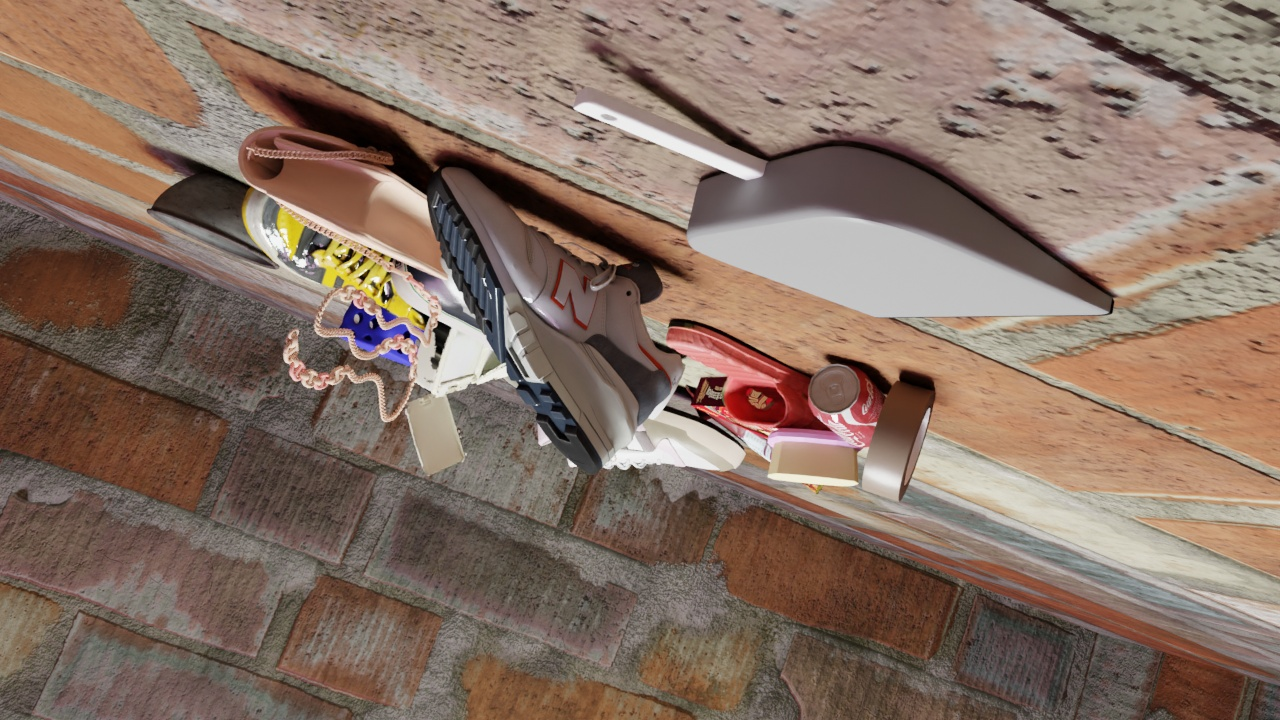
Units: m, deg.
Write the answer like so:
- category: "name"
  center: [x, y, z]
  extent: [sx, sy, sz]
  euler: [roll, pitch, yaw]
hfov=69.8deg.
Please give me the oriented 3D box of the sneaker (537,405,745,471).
- category: "sneaker"
  center: [-0.009, 0.114, 1.249]
  extent: [0.294, 0.116, 0.112]
  euler: [19, 170, 6]

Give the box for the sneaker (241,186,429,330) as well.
- category: "sneaker"
  center: [-0.253, -0.095, 0.876]
  extent: [0.122, 0.086, 0.238]
  euler: [23, 177, 33]

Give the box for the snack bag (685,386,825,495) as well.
- category: "snack bag"
  center: [0.155, 0.105, 1.218]
  extent: [0.208, 0.066, 0.139]
  euler: [25, 174, 21]

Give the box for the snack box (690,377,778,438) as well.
- category: "snack box"
  center: [0.154, 0.065, 1.055]
  extent: [0.152, 0.035, 0.133]
  euler: [24, 171, -17]

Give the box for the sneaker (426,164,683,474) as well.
- category: "sneaker"
  center: [-0.050, -0.047, 0.669]
  extent: [0.240, 0.124, 0.089]
  euler: [63, 156, -8]

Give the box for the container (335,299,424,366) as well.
- category: "container"
  center: [-0.282, -0.061, 1.061]
  extent: [0.085, 0.113, 0.084]
  euler: [17, 170, 26]

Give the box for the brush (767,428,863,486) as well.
- category: "brush"
  center: [0.173, 0.103, 0.935]
  extent: [0.089, 0.043, 0.229]
  euler: [5, 170, 7]

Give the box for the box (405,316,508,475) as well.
- category: "box"
  center: [-0.163, 0.023, 0.937]
  extent: [0.081, 0.182, 0.143]
  euler: [31, -156, 20]

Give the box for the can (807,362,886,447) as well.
- category: "can"
  center: [0.179, 0.038, 0.782]
  extent: [0.054, 0.054, 0.096]
  euler: [15, 170, 34]

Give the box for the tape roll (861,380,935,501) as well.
- category: "tape roll"
  center: [0.209, 0.065, 0.741]
  extent: [0.030, 0.093, 0.093]
  euler: [18, 171, 23]

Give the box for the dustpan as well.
- category: "dustpan"
  center: [0.081, -0.070, 0.452]
  extent: [0.257, 0.033, 0.163]
  euler: [16, 175, -27]

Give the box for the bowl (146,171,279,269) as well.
- category: "bowl"
  center: [-0.463, -0.163, 1.025]
  extent: [0.145, 0.067, 0.145]
  euler: [21, 171, 3]

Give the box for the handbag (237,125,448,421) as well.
- category: "handbag"
  center: [-0.231, -0.065, 0.668]
  extent: [0.116, 0.187, 0.198]
  euler: [20, 178, 11]

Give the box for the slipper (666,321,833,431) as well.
- category: "slipper"
  center: [0.120, 0.036, 0.894]
  extent: [0.248, 0.059, 0.104]
  euler: [28, 169, -33]

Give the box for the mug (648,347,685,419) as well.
- category: "mug"
  center: [-0.006, 0.006, 1.022]
  extent: [0.089, 0.071, 0.107]
  euler: [31, -162, -6]

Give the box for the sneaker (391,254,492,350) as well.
- category: "sneaker"
  center: [-0.111, -0.053, 0.857]
  extent: [0.079, 0.084, 0.235]
  euler: [-18, 150, 38]

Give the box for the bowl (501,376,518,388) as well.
- category: "bowl"
  center: [-0.107, -0.011, 1.060]
  extent: [0.115, 0.059, 0.116]
  euler: [8, 145, 5]
